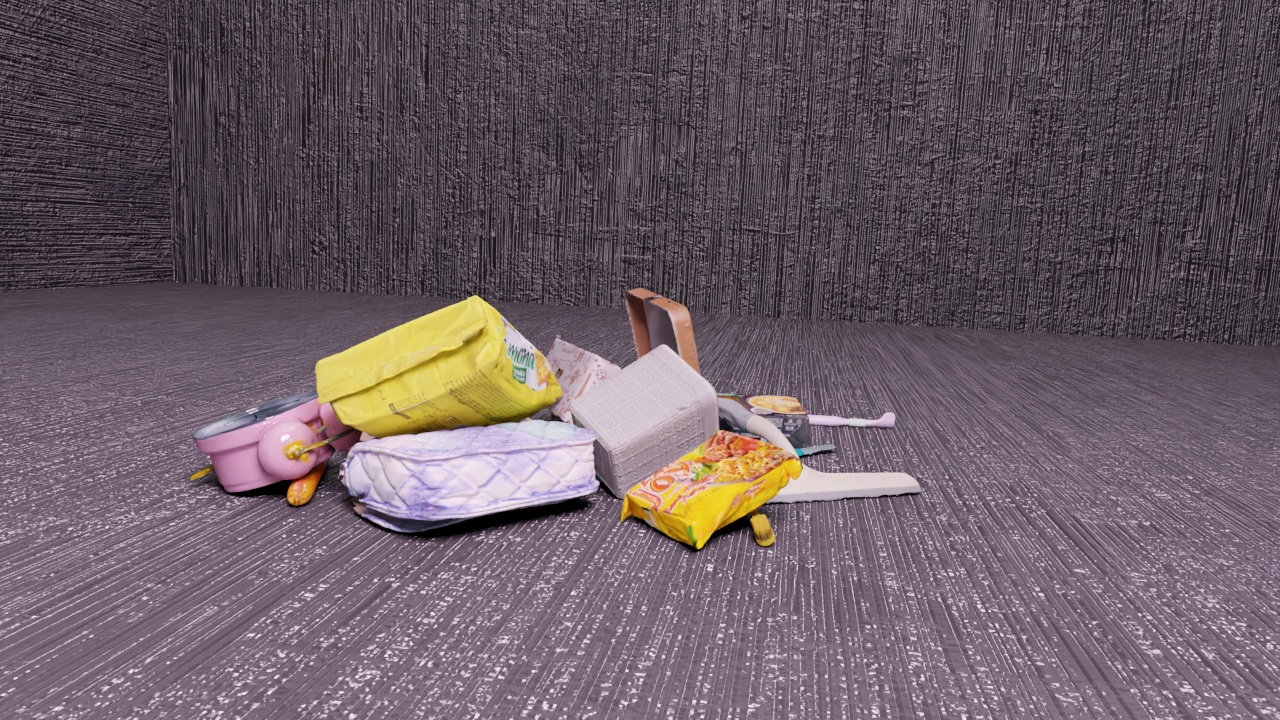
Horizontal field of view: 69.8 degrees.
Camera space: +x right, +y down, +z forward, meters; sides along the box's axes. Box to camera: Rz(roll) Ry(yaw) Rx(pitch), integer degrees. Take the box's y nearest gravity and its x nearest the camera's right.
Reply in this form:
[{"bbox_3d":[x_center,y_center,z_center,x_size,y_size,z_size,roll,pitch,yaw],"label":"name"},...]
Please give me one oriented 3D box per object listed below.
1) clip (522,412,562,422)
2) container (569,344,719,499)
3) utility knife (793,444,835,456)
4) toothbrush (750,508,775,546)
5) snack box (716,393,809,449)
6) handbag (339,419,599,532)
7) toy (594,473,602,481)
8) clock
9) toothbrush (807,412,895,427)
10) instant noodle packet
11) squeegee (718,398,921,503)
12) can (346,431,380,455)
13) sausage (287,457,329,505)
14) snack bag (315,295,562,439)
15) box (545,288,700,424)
[{"bbox_3d":[-0.092,0.084,1.035,0.083,0.035,0.105,-5,15,-38],"label":"clip"},{"bbox_3d":[0.003,0.060,0.867,0.114,0.090,0.090,-29,47,-21],"label":"container"},{"bbox_3d":[0.146,0.105,1.027,0.207,0.013,0.029,-3,10,-35],"label":"utility knife"},{"bbox_3d":[0.091,0.109,0.821,0.016,0.016,0.190,-19,21,1],"label":"toothbrush"},{"bbox_3d":[0.141,0.075,1.140,0.113,0.053,0.125,2,13,-2],"label":"snack box"},{"bbox_3d":[-0.140,0.096,0.787,0.193,0.075,0.134,-3,4,-41],"label":"handbag"},{"bbox_3d":[-0.051,0.105,0.923,0.092,0.030,0.096,11,3,22],"label":"toy"},{"bbox_3d":[-0.320,0.070,0.827,0.159,0.060,0.117,-12,11,26],"label":"clock"},{"bbox_3d":[0.246,0.078,1.240,0.189,0.029,0.021,2,45,2],"label":"toothbrush"},{"bbox_3d":[0.055,0.106,0.773,0.128,0.044,0.111,-30,20,-28],"label":"instant noodle packet"},{"bbox_3d":[0.126,0.077,0.971,0.246,0.039,0.246,-1,18,-20],"label":"squeegee"},{"bbox_3d":[-0.275,0.056,0.954,0.066,0.094,0.066,2,8,-1],"label":"can"},{"bbox_3d":[-0.306,0.105,0.851,0.021,0.021,0.165,1,8,-12],"label":"sausage"},{"bbox_3d":[-0.171,0.029,0.833,0.158,0.068,0.246,-22,-17,4],"label":"snack bag"},{"bbox_3d":[-0.004,0.005,1.017,0.152,0.178,0.182,26,-1,-22],"label":"box"}]
